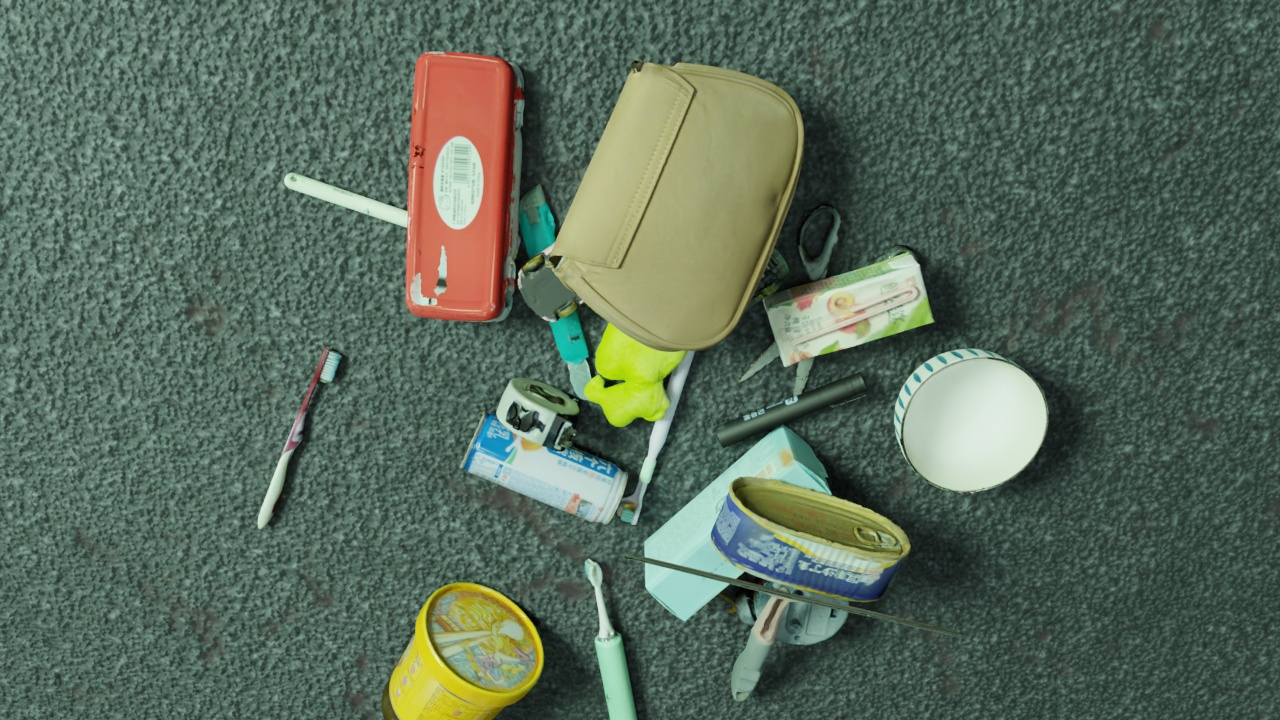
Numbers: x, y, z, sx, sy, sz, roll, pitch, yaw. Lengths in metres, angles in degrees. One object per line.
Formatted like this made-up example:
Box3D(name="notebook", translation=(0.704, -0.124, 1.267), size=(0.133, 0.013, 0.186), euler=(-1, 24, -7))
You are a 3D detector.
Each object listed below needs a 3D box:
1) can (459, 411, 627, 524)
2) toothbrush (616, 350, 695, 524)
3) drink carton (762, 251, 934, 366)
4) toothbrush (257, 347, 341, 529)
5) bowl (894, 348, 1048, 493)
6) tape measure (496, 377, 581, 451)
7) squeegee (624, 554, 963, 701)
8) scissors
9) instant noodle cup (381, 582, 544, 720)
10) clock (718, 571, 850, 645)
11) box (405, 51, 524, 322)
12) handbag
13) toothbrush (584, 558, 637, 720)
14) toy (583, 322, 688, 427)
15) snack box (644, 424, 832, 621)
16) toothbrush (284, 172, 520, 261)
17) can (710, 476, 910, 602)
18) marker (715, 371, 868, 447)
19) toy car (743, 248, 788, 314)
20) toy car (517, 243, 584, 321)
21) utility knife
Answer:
Box3D(name="can", translation=(-0.081, 0.093, 0.780), size=(0.134, 0.053, 0.053), euler=(23, 108, -7))
Box3D(name="toothbrush", translation=(0.016, 0.054, 0.784), size=(0.021, 0.029, 0.189), euler=(2, 113, -43))
Box3D(name="drink carton", translation=(0.163, -0.039, 0.722), size=(0.122, 0.045, 0.053), euler=(-17, 110, 10))
Box3D(name="toothbrush", translation=(-0.298, 0.071, 0.797), size=(0.017, 0.016, 0.188), euler=(21, 108, -17))
Box3D(name="bowl", translation=(0.262, 0.042, 0.751), size=(0.116, 0.066, 0.116), euler=(0, 109, 0))
Box3D(name="tape measure", translation=(-0.083, 0.042, 0.756), size=(0.066, 0.065, 0.034), euler=(23, 103, -9))
Box3D(name="squeegee", translation=(0.104, 0.231, 0.768), size=(0.248, 0.040, 0.250), euler=(12, 142, 4))
Box3D(name="scissors", translation=(0.148, -0.045, 0.751), size=(0.178, 0.014, 0.159), euler=(-20, 108, 9))
Box3D(name="instant noodle cup", translation=(-0.164, 0.281, 0.818), size=(0.118, 0.118, 0.115), euler=(31, 114, -10))
Box3D(name="clock", translation=(0.128, 0.202, 0.814), size=(0.122, 0.055, 0.082), euler=(7, 110, 0))
Box3D(name="box", translation=(-0.133, -0.129, 0.701), size=(0.086, 0.047, 0.201), euler=(4, 99, -2))
Box3D(name="handbag", translation=(0.027, -0.112, 0.670), size=(0.147, 0.100, 0.204), euler=(25, 84, -13))
Box3D(name="toothbrush", translation=(-0.026, 0.286, 0.861), size=(0.026, 0.027, 0.225), euler=(-21, 112, -30))
Box3D(name="toy", translation=(-0.004, 0.004, 0.757), size=(0.097, 0.031, 0.100), euler=(-11, 101, 11))
Box3D(name="snack box", translation=(0.079, 0.137, 0.782), size=(0.175, 0.074, 0.051), euler=(-43, 104, 14))
Box3D(name="toothbrush", translation=(-0.189, -0.115, 0.729), size=(0.189, 0.020, 0.029), euler=(18, 68, -5))
Box3D(name="can", translation=(0.129, 0.137, 0.702), size=(0.148, 0.074, 0.049), euler=(16, 113, -10))
Box3D(name="marker", translation=(0.127, 0.043, 0.774), size=(0.132, 0.020, 0.022), euler=(-22, 92, 11))
Box3D(name="toy car", translation=(0.075, -0.058, 0.734), size=(0.091, 0.036, 0.043), euler=(-40, 105, 12))
Box3D(name="toy car", translation=(-0.041, -0.081, 0.725), size=(0.122, 0.037, 0.056), euler=(-35, 104, 3))
Box3D(name="utility knife", translation=(-0.066, -0.050, 0.752), size=(0.029, 0.013, 0.187), euler=(-14, 108, 6))
